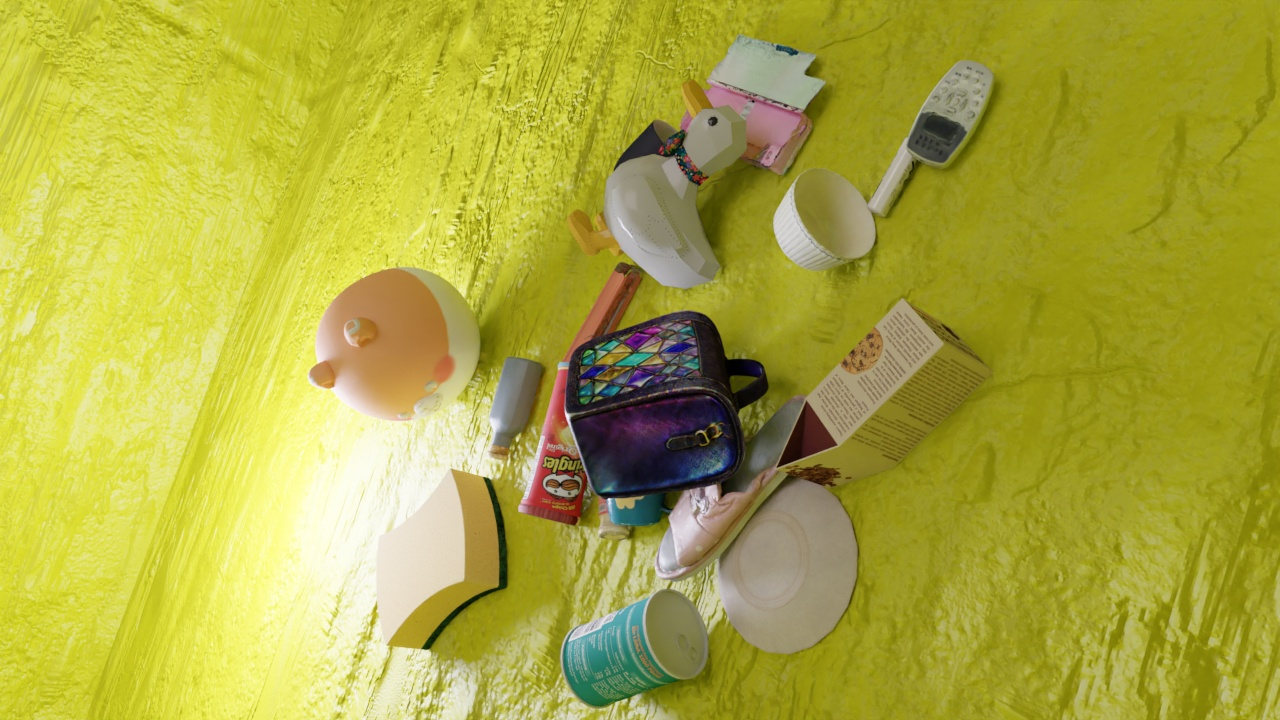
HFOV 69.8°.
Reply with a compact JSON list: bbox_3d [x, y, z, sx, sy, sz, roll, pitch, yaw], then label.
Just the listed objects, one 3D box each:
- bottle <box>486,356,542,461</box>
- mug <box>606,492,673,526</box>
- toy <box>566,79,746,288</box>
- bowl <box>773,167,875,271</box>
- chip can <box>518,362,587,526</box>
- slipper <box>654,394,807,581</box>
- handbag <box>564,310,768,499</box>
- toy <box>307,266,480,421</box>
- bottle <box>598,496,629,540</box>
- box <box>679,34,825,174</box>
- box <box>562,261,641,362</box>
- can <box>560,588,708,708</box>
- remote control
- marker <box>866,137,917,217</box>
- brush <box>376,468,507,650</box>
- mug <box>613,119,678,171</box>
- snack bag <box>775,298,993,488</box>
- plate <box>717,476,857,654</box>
[{"bbox_3d":[-0.204,0.077,1.440,0.072,0.046,0.161,5,77,50],"label":"bottle"},{"bbox_3d":[0.008,0.152,1.141,0.112,0.084,0.104,0,88,18],"label":"mug"},{"bbox_3d":[0.039,-0.215,1.215,0.268,0.140,0.246,-25,84,29],"label":"toy"},{"bbox_3d":[0.201,-0.152,1.036,0.063,0.115,0.115,-38,46,52],"label":"bowl"},{"bbox_3d":[-0.101,0.116,1.274,0.087,0.087,0.213,1,73,49],"label":"chip can"},{"bbox_3d":[0.098,0.141,1.035,0.275,0.054,0.114,-50,22,16],"label":"slipper"},{"bbox_3d":[0.035,0.043,1.047,0.222,0.125,0.204,-14,26,6],"label":"handbag"},{"bbox_3d":[-0.413,-0.021,1.549,0.263,0.280,0.265,-44,73,27],"label":"toy"},{"bbox_3d":[-0.036,0.180,1.203,0.044,0.044,0.109,-26,55,40],"label":"bottle"},{"bbox_3d":[0.155,-0.351,1.232,0.230,0.035,0.159,41,105,50],"label":"box"},{"bbox_3d":[-0.058,-0.060,1.338,0.187,0.053,0.058,-62,7,6],"label":"box"},{"bbox_3d":[-0.008,0.333,1.056,0.144,0.099,0.099,-33,50,35],"label":"can"},{"bbox_3d":[0.332,-0.263,0.978,0.060,0.028,0.114,34,99,22],"label":"remote control"},{"bbox_3d":[0.293,-0.220,1.021,0.025,0.025,0.126,39,103,50],"label":"marker"},{"bbox_3d":[-0.317,0.314,1.439,0.251,0.075,0.194,-42,46,29],"label":"brush"},{"bbox_3d":[0.018,-0.294,1.331,0.095,0.085,0.121,-41,31,29],"label":"mug"},{"bbox_3d":[0.232,0.050,0.913,0.207,0.094,0.069,-50,42,22],"label":"snack bag"},{"bbox_3d":[0.147,0.216,0.988,0.189,0.027,0.188,-24,56,41],"label":"plate"}]
